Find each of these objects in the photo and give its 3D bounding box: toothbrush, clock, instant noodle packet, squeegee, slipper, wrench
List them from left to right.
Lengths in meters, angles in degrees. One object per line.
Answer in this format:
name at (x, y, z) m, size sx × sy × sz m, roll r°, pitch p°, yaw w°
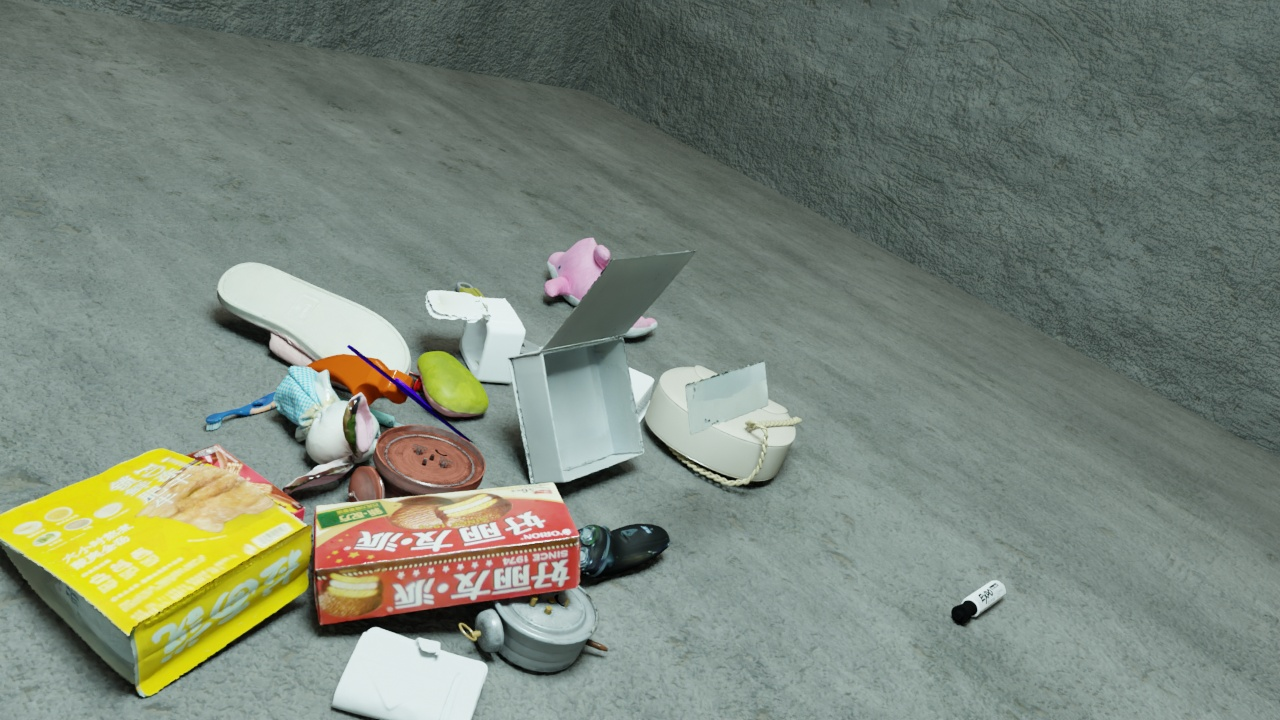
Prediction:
instant noodle packet at (-0.416, 0.155, 0.780) m, size 0.222 × 0.084 × 0.162 m, roll 25°, pitch 35°, yaw 24°
toothbrush at (-0.447, 0.054, 1.057) m, size 0.021 × 0.017 × 0.134 m, roll 30°, pitch 23°, yaw 12°
slipper at (-0.423, -0.039, 1.194) m, size 0.274 × 0.055 × 0.113 m, roll 30°, pitch 50°, yaw 4°
squeegee at (-0.326, 0.022, 1.089) m, size 0.185 × 0.055 × 0.249 m, roll 8°, pitch -24°, yaw 26°
clock at (-0.239, 0.135, 0.974) m, size 0.120 × 0.072 × 0.157 m, roll 26°, pitch 23°, yaw 12°
wrench at (-0.227, -0.059, 1.465) m, size 0.083 × 0.018 × 0.273 m, roll 0°, pitch 31°, yaw -38°
clock at (-0.105, 0.245, 0.865) m, size 0.147 × 0.056 × 0.104 m, roll 2°, pitch 28°, yaw -39°

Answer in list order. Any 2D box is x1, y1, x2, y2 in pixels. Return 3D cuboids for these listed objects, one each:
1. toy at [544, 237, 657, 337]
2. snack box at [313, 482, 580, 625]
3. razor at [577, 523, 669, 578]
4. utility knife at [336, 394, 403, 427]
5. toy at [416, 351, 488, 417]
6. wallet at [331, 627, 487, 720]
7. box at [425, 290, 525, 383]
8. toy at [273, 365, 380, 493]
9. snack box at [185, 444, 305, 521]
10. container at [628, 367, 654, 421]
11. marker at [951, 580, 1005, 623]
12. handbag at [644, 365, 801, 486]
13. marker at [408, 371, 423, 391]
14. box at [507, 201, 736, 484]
toy at (-0.075, -0.141, 1.630) m, size 0.186 × 0.128 × 0.265 m, roll 0°, pitch 36°, yaw -46°
snack box at (-0.184, 0.176, 0.865) m, size 0.236 × 0.060 × 0.113 m, roll -4°, pitch 22°, yaw -17°
razor at (-0.022, 0.201, 1.013) m, size 0.140 × 0.064 × 0.053 m, roll -6°, pitch 36°, yaw -43°
utility knife at (-0.339, 0.062, 1.124) m, size 0.129 × 0.015 × 0.022 m, roll 20°, pitch 28°, yaw -4°
toy at (-0.250, 0.030, 1.203) m, size 0.089 × 0.051 × 0.110 m, roll 2°, pitch 44°, yaw -50°
wallet at (-0.190, 0.271, 0.774) m, size 0.116 × 0.032 × 0.086 m, roll 17°, pitch 26°, yaw -7°
box at (-0.244, -0.043, 1.290) m, size 0.136 × 0.124 × 0.109 m, roll 1°, pitch 31°, yaw -32°
toy at (-0.349, 0.075, 1.025) m, size 0.105 × 0.131 × 0.205 m, roll 41°, pitch -5°, yaw -41°
snack box at (-0.410, 0.135, 0.901) m, size 0.133 × 0.021 × 0.089 m, roll 29°, pitch 26°, yaw 19°
container at (-0.028, 0.052, 1.345) m, size 0.081 × 0.050 × 0.129 m, roll 24°, pitch 24°, yaw 8°
marker at (0.436, 0.312, 1.185) m, size 0.125 × 0.025 × 0.025 m, roll -8°, pitch 36°, yaw -47°
handbag at (0.120, 0.083, 1.332) m, size 0.211 × 0.103 × 0.208 m, roll 27°, pitch 21°, yaw 11°
marker at (-0.355, 0.004, 1.225) m, size 0.145 × 0.021 × 0.023 m, roll 23°, pitch 31°, yaw 7°
box at (-0.039, -0.026, 1.105) m, size 0.150 × 0.370 × 0.166 m, roll 36°, pitch 29°, yaw 27°
